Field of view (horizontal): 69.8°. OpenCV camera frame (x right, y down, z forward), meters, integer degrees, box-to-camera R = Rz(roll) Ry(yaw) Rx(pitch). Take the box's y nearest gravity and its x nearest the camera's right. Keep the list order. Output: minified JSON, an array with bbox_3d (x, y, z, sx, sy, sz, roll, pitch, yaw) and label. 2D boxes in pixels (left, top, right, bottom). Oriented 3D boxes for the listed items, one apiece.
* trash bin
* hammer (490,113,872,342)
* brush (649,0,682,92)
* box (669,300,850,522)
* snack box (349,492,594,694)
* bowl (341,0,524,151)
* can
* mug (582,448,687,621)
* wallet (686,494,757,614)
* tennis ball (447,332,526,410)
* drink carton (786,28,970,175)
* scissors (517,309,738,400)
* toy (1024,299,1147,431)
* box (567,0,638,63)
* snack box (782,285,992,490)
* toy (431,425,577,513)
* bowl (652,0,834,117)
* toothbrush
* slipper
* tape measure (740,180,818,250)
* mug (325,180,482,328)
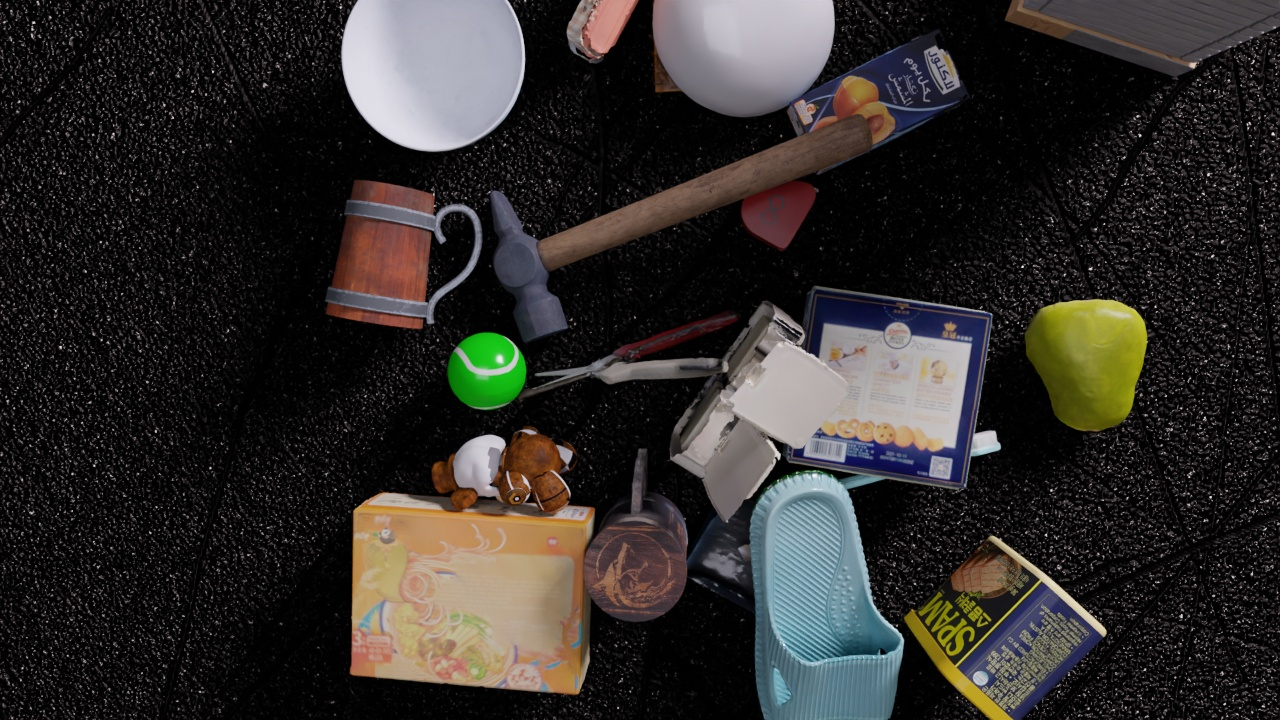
[{"bbox_3d":[0.375,-0.305,0.606,0.142,0.246,0.142,19,97,2],"label":"trash bin"},{"bbox_3d":[0.027,-0.126,0.739,0.322,0.040,0.129,-19,90,15],"label":"hammer"},{"bbox_3d":[0.031,-0.286,0.752,0.048,0.017,0.126,-1,96,5],"label":"brush"},{"bbox_3d":[0.087,0.039,0.701,0.080,0.180,0.144,33,102,-4],"label":"box"},{"bbox_3d":[-0.139,0.195,0.784,0.195,0.080,0.145,3,96,5],"label":"snack box"},{"bbox_3d":[-0.158,-0.238,0.744,0.144,0.074,0.144,0,96,5],"label":"bowl"},{"bbox_3d":[0.284,0.210,0.726,0.075,0.135,0.104,42,95,-1],"label":"can"},{"bbox_3d":[0.000,0.139,0.754,0.080,0.107,0.116,1,96,4],"label":"mug"},{"bbox_3d":[0.103,0.168,0.788,0.115,0.026,0.089,29,97,-1],"label":"wallet"},{"bbox_3d":[-0.129,0.009,0.772,0.065,0.065,0.065,0,96,4],"label":"tennis ball"},{"bbox_3d":[0.189,-0.207,0.736,0.130,0.040,0.064,-25,94,7],"label":"drink carton"},{"bbox_3d":[0.002,0.000,0.744,0.198,0.179,0.015,-26,111,-20],"label":"scissors"},{"bbox_3d":[0.359,0.006,0.739,0.090,0.051,0.110,-5,98,7],"label":"toy"},{"bbox_3d":[-0.006,-0.329,0.729,0.056,0.067,0.187,25,97,-37],"label":"box"},{"bbox_3d":[0.199,0.022,0.750,0.144,0.042,0.145,9,90,5],"label":"snack box"},{"bbox_3d":[-0.117,0.093,0.774,0.113,0.087,0.067,-14,123,15],"label":"toy"},{"bbox_3d":[0.086,-0.272,0.723,0.149,0.043,0.149,-1,96,-6],"label":"bowl"},{"bbox_3d":[0.214,0.092,0.778,0.181,0.016,0.016,-17,96,6],"label":"toothbrush"},{"bbox_3d":[0.149,0.223,0.748,0.116,0.069,0.276,-11,105,-5],"label":"slipper"},{"bbox_3d":[0.112,-0.127,0.762,0.051,0.019,0.059,30,90,3],"label":"tape measure"},{"bbox_3d":[-0.195,-0.085,0.768,0.117,0.081,0.111,9,93,-14],"label":"mug"}]
